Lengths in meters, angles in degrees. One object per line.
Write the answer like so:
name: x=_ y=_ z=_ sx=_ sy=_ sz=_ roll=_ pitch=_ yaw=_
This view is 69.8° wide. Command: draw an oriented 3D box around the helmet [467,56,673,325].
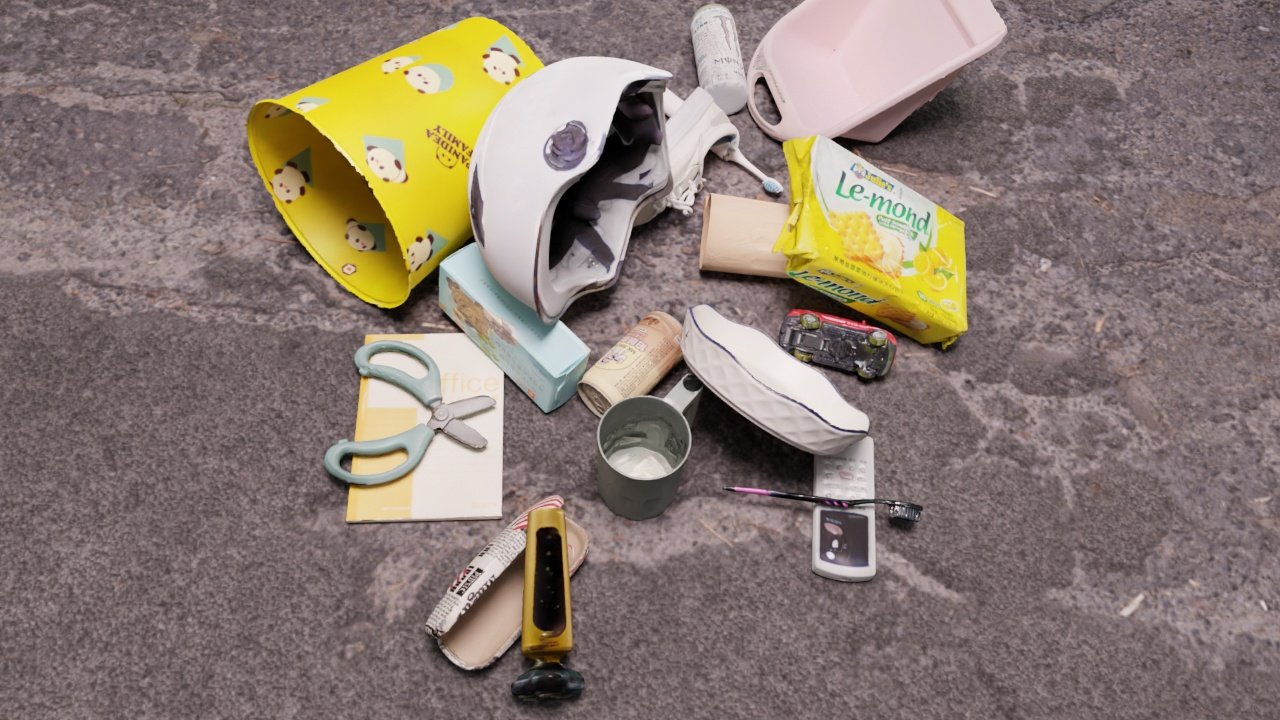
helmet: x=-0.079 y=-0.174 z=0.867 sx=0.146 sy=0.229 sz=0.258 roll=29 pitch=76 yaw=14

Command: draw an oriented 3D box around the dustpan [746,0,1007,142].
dustpan: x=0.257 y=-0.377 z=1.089 sx=0.138 sy=0.274 sz=0.222 roll=4 pitch=52 yaw=-31

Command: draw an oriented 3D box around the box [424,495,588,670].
box: x=-0.120 y=0.183 z=0.798 sx=0.076 sy=0.087 sz=0.162 roll=30 pitch=62 yaw=31

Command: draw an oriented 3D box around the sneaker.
sneaker: x=0.023 y=-0.199 z=1.041 sx=0.091 sy=0.090 sz=0.241 roll=43 pitch=73 yaw=-9

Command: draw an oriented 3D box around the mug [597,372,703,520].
mug: x=0.013 y=0.080 z=0.857 sx=0.084 sy=0.104 sz=0.123 roll=36 pitch=63 yaw=17

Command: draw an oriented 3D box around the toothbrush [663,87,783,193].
toothbrush: x=0.089 y=-0.269 z=1.114 sx=0.221 sy=0.027 sz=0.026 roll=43 pitch=44 yaw=19

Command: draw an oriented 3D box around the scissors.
scissors: x=-0.237 y=0.060 z=0.889 sx=0.170 sy=0.019 sz=0.180 roll=33 pitch=61 yaw=14

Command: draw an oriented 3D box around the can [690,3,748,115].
can: x=0.099 y=-0.381 z=1.162 sx=0.058 sy=0.058 sz=0.146 roll=-2 pitch=59 yaw=-5

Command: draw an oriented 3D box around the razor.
razor: x=-0.077 y=0.204 z=0.766 sx=0.062 sy=0.067 sz=0.167 roll=-1 pitch=93 yaw=-10

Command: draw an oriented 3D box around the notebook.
notebook: x=-0.207 y=0.061 z=0.908 sx=0.146 sy=0.010 sz=0.206 roll=-1 pitch=59 yaw=-5

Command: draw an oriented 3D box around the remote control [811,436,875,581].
remote control: x=0.196 y=0.137 z=0.882 sx=0.058 sy=0.021 sz=0.149 roll=7 pitch=58 yaw=1

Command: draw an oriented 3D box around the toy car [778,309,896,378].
toy car: x=0.206 y=-0.021 z=0.958 sx=0.120 sy=0.053 sz=0.045 roll=17 pitch=35 yaw=12

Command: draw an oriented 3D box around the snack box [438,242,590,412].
snack box: x=-0.130 y=-0.033 z=0.920 sx=0.175 sy=0.074 sz=0.051 roll=44 pitch=59 yaw=14

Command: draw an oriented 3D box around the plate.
plate: x=0.121 y=0.020 z=0.868 sx=0.205 sy=0.204 sz=0.046 roll=39 pitch=106 yaw=18

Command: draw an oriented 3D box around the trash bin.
trash bin: x=-0.228 y=-0.219 z=0.960 sx=0.229 sy=0.230 sz=0.254 roll=37 pitch=58 yaw=17

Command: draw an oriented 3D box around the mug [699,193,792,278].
mug: x=0.122 y=-0.145 z=1.020 sx=0.103 sy=0.084 sz=0.124 roll=7 pitch=33 yaw=-1

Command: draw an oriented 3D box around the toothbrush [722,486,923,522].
toothbrush: x=0.171 y=0.133 z=0.861 sx=0.189 sy=0.014 sz=0.017 roll=6 pitch=70 yaw=1

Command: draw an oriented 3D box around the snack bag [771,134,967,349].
snack bag: x=0.243 y=-0.119 z=0.964 sx=0.246 sy=0.068 sz=0.157 roll=24 pitch=57 yaw=-23

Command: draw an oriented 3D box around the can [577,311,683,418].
can: x=-0.005 y=0.005 z=0.925 sx=0.058 sy=0.059 sz=0.116 roll=37 pitch=64 yaw=17
